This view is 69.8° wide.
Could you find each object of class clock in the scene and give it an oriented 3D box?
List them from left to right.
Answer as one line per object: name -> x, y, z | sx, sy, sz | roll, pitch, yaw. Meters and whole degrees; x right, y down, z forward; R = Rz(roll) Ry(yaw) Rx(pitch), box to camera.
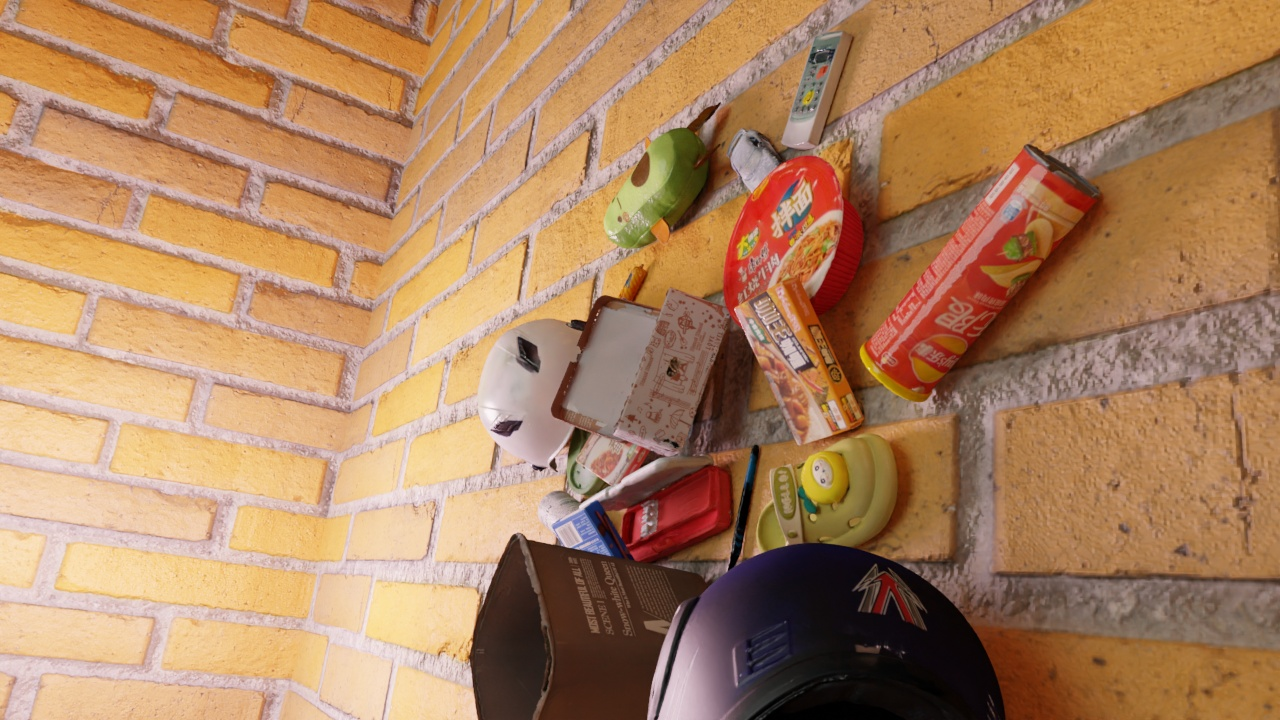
clock -> -0.058, 0.128, 1.260 | 0.161, 0.056, 0.116 | 11, 85, 62

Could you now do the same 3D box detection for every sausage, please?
sausage -> -0.032, -0.071, 1.356 | 0.165, 0.021, 0.021 | -62, 30, 21

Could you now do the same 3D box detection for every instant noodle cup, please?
instant noodle cup -> 0.167, -0.113, 0.966 | 0.194, 0.065, 0.193 | -39, 42, 47

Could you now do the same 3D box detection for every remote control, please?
remote control -> 0.201, -0.309, 1.055 | 0.056, 0.019, 0.135 | 24, 97, 62

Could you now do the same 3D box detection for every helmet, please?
helmet -> -0.161, 0.037, 1.345 | 0.258, 0.146, 0.229 | -133, 60, -80
helmet -> 0.119, 0.286, 0.660 | 0.240, 0.247, 0.315 | -73, 0, -82

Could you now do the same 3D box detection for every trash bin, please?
trash bin -> -0.039, 0.305, 0.941 | 0.199, 0.219, 0.199 | -117, 43, -53

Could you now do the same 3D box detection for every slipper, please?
slipper -> 0.154, 0.134, 0.844 | 0.191, 0.081, 0.091 | -48, 40, 44

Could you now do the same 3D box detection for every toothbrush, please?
toothbrush -> 0.107, 0.182, 0.975 | 0.016, 0.014, 0.189 | -2, 73, 60

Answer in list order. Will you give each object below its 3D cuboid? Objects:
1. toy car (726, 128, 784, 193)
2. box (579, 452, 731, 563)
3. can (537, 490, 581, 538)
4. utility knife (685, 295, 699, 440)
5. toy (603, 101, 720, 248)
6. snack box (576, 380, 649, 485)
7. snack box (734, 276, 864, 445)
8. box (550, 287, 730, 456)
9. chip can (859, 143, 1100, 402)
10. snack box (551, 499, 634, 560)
toy car -> 0.141, -0.238, 1.112 | 0.054, 0.036, 0.120 | -58, 35, 27
box -> 0.009, 0.170, 1.068 | 0.202, 0.101, 0.095 | -37, 44, 49
can -> -0.092, 0.226, 1.267 | 0.147, 0.058, 0.058 | 20, 94, 62
utility knife -> 0.063, 0.007, 1.140 | 0.031, 0.020, 0.195 | -18, 56, 50
toy -> 0.029, -0.242, 1.264 | 0.247, 0.090, 0.226 | -48, 31, 35
snack box -> -0.012, 0.082, 1.162 | 0.075, 0.025, 0.153 | 31, 87, 34
snack box -> 0.153, 0.002, 0.891 | 0.075, 0.026, 0.153 | -29, 84, 53
box -> 0.005, 0.013, 1.108 | 0.273, 0.130, 0.179 | 5, 71, 61
chip can -> 0.269, -0.067, 0.746 | 0.217, 0.073, 0.073 | -58, 31, 28
snack box -> -0.040, 0.249, 1.099 | 0.157, 0.026, 0.085 | 58, 140, 3
